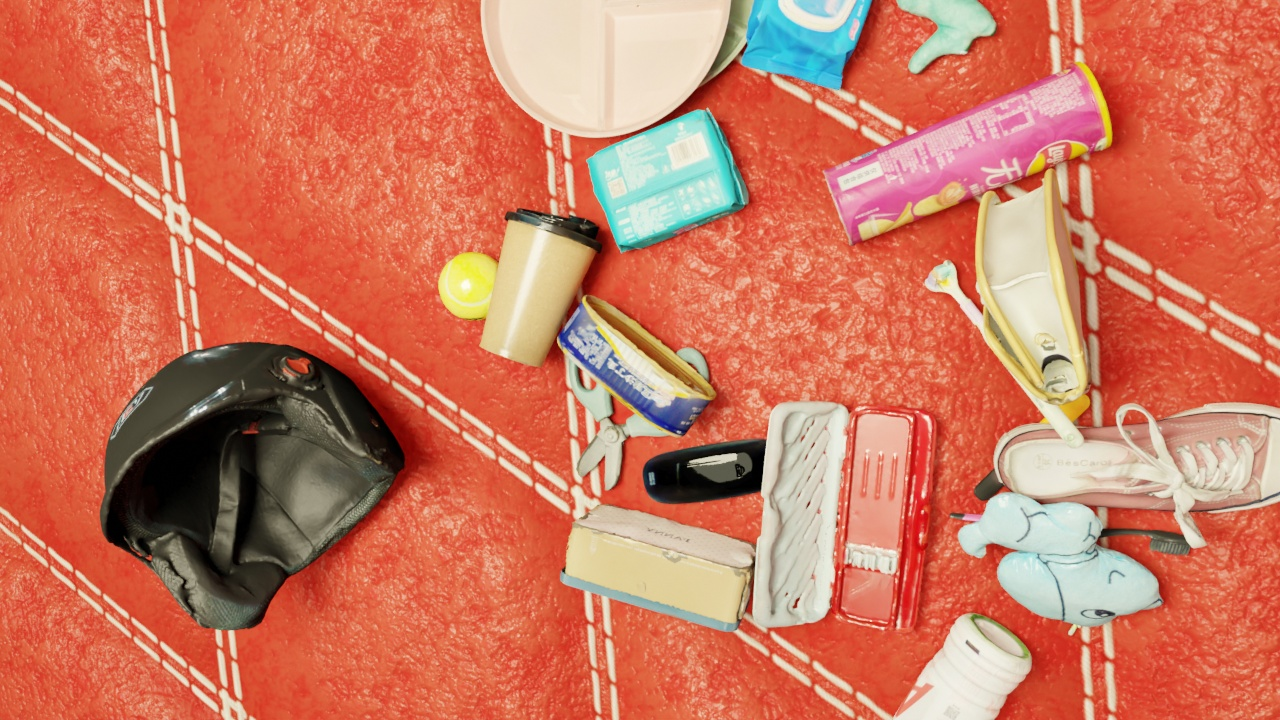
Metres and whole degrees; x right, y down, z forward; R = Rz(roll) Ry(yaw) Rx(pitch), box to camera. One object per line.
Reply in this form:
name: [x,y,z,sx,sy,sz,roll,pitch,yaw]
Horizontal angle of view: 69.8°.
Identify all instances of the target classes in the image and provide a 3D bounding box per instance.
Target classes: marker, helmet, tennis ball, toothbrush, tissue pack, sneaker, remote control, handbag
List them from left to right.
helmet: [-0.364,0.092,0.850,0.233,0.274,0.230,-47,55,4]
tennis ball: [-0.159,-0.071,0.877,0.065,0.065,0.065,1,95,16]
tissue pack: [0.021,-0.159,0.824,0.134,0.050,0.093,-18,91,17]
remote control: [0.065,0.104,0.848,0.137,0.024,0.053,-11,91,17]
tissue pack: [0.147,-0.311,0.762,0.095,0.052,0.157,16,100,-6]
toothbrush: [0.290,-0.006,0.734,0.029,0.020,0.189,-49,52,30]
marker: [0.329,0.073,0.776,0.018,0.015,0.124,41,107,5]
handbag: [0.306,-0.035,0.697,0.063,0.162,0.179,-13,120,31]
toothbrush: [0.359,0.144,0.774,0.189,0.014,0.018,4,108,16]
sneaker: [0.405,0.084,0.709,0.241,0.087,0.118,-2,100,11]

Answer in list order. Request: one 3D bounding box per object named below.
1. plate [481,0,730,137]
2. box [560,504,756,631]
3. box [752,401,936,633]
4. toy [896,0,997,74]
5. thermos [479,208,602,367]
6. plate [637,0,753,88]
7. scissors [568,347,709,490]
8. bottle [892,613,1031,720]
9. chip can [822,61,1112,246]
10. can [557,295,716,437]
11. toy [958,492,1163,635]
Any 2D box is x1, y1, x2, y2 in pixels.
plate: [-0.032,-0.312,0.809,0.230,0.028,0.229,2,97,16]
box: [0.014,0.184,0.838,0.184,0.089,0.063,11,98,17]
box: [0.176,0.136,0.801,0.160,0.063,0.201,3,97,-4]
toy: [0.248,-0.289,0.759,0.097,0.030,0.092,-45,80,21]
thermos: [-0.095,-0.070,0.838,0.093,0.093,0.143,19,93,14]
plate: [0.004,-0.345,0.825,0.230,0.027,0.230,1,95,16]
scissors: [-0.027,0.033,0.873,0.172,0.019,0.177,44,106,7]
bottle: [0.256,0.314,0.792,0.068,0.068,0.197,31,106,11]
chip can: [0.259,-0.164,0.745,0.211,0.071,0.071,-21,89,17]
can: [-0.005,0.005,0.816,0.148,0.074,0.049,38,106,10]
toy: [0.340,0.168,0.742,0.161,0.049,0.156,4,133,16]
